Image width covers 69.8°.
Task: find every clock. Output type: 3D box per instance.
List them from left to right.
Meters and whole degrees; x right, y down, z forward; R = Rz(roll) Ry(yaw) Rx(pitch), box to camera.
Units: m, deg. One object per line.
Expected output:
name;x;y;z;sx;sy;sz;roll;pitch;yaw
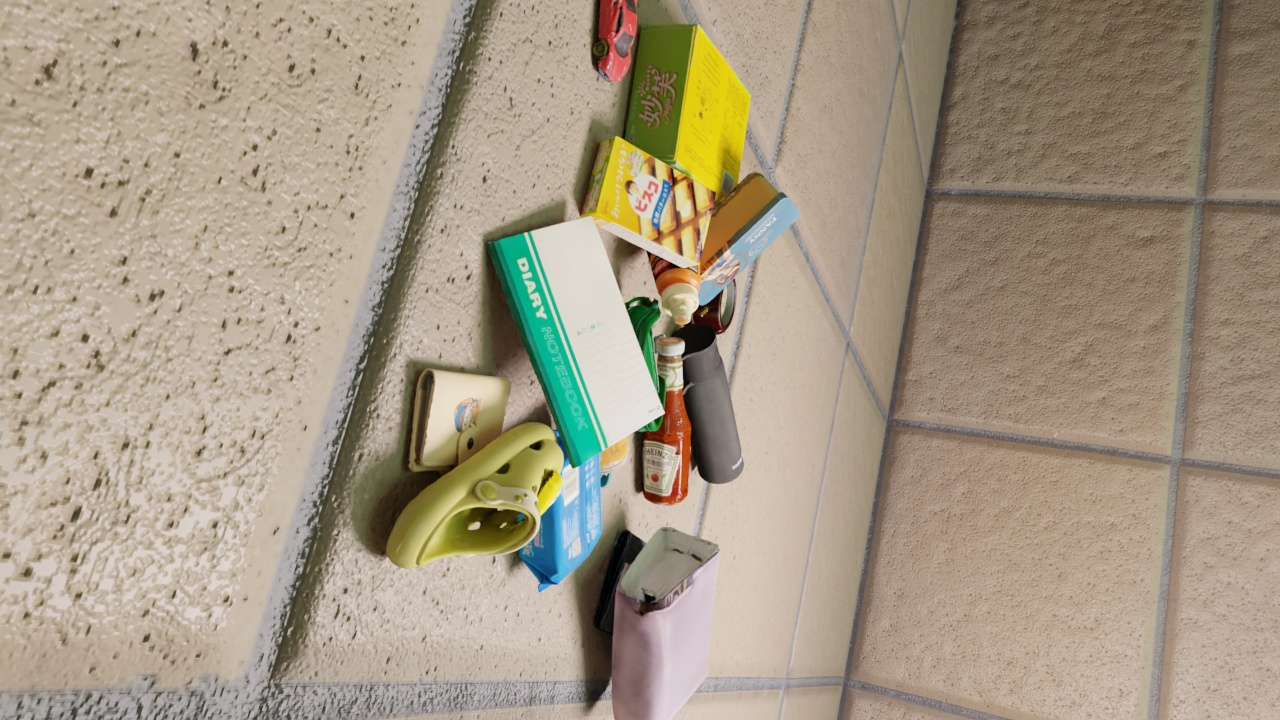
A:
clock;0.095;-0.078;1.221;0.122;0.055;0.082;22;76;-67

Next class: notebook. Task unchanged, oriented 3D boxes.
notebook;-0.055;-0.023;0.844;0.150;0.012;0.209;-28;100;-53

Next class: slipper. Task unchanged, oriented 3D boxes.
slipper;-0.120;0.122;0.744;0.190;0.081;0.092;-30;157;-54

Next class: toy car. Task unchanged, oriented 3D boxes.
toy car;-0.023;-0.333;0.916;0.049;0.031;0.106;-9;106;-64

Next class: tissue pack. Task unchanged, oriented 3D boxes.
tissue pack;-0.081;0.139;0.893;0.094;0.052;0.157;-31;124;-58

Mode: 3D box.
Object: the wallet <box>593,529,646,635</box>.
wallet;-0.018;0.273;1.114;0.097;0.019;0.120;50;54;-59

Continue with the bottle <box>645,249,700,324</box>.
bottle;0.040;-0.102;1.027;0.067;0.067;0.149;63;18;-52

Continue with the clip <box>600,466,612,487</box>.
clip;-0.038;0.114;1.029;0.039;0.014;0.055;60;45;-55

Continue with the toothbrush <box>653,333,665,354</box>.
toothbrush;0.034;0.066;1.159;0.026;0.027;0.221;-26;124;-33

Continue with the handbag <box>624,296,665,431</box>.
handbag;-0.006;0.006;1.001;0.119;0.068;0.131;-59;146;-53

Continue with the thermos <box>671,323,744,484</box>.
thermos;0.083;0.068;1.233;0.089;0.068;0.243;-45;137;-30

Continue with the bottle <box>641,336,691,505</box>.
bottle;0.033;0.074;1.113;0.059;0.060;0.206;-32;127;-60

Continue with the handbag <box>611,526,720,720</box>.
handbag;0.021;0.318;1.080;0.144;0.098;0.197;-41;138;-56

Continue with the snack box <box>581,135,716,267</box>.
snack box;0.011;-0.162;0.956;0.140;0.034;0.086;22;75;-30

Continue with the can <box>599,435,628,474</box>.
can;-0.048;0.042;0.930;0.058;0.058;0.146;-52;142;-49

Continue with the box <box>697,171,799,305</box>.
box;0.111;-0.151;1.111;0.184;0.059;0.089;-42;160;15

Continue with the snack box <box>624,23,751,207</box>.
snack box;0.059;-0.273;1.065;0.209;0.070;0.157;15;83;-66

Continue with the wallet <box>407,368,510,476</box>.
wallet;-0.147;0.053;0.756;0.115;0.024;0.087;11;90;-69
